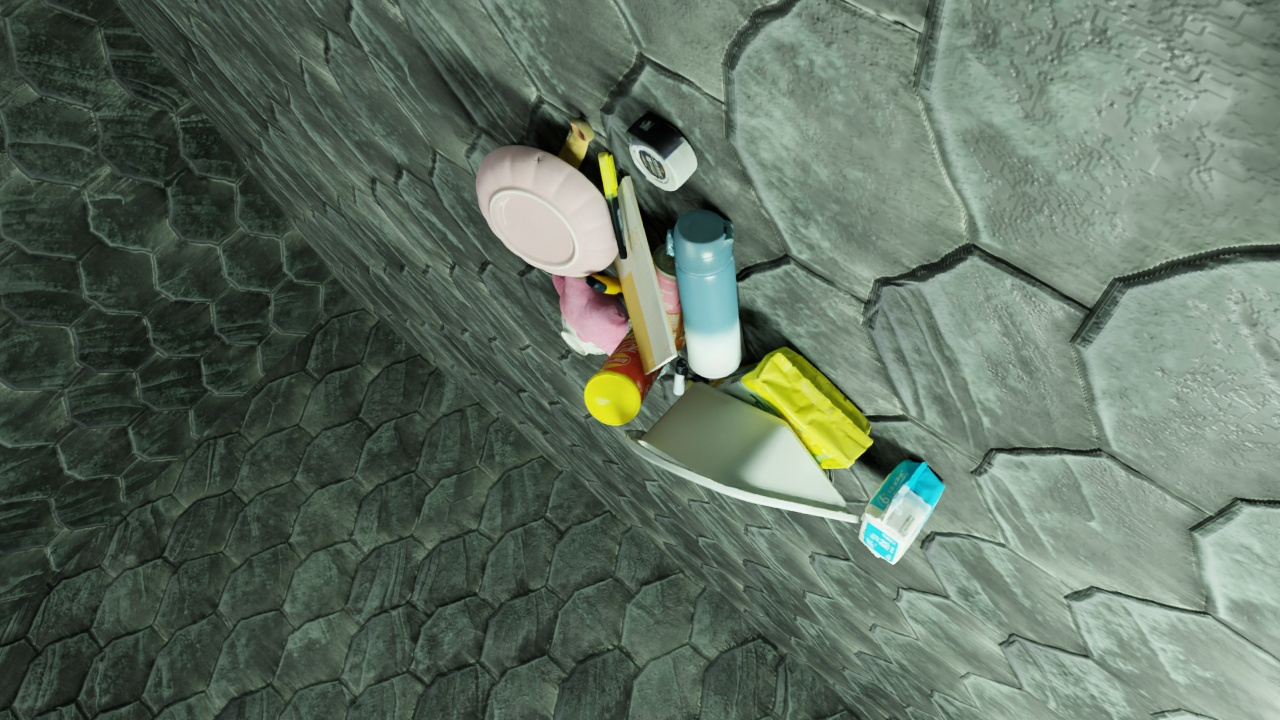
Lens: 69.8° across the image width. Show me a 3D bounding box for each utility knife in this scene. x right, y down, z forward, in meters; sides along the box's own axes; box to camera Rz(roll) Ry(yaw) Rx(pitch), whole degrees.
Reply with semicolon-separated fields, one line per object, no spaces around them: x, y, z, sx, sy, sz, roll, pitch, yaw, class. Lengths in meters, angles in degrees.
-0.028;-0.094;1.167;0.033;0.015;0.173;35;-166;16;utility knife

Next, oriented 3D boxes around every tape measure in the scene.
0.021;-0.196;0.881;0.066;0.033;0.066;39;166;22;tape measure

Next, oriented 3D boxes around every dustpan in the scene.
0.108;0.138;1.123;0.223;0.142;0.258;26;158;48;dustpan

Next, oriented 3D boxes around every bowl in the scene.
-0.089;-0.048;1.506;0.113;0.062;0.113;37;164;12;bowl

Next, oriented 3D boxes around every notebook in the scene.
-0.003;-0.092;1.062;0.146;0.010;0.206;144;111;-75;notebook

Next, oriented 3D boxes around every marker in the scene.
0.062;0.029;1.422;0.022;0.018;0.131;57;169;19;marker
-0.028;-0.171;1.022;0.015;0.018;0.124;0;118;21;marker

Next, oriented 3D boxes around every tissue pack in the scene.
0.306;0.179;1.092;0.063;0.090;0.140;35;164;22;tissue pack

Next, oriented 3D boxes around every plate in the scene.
-0.117;-0.165;1.082;0.192;0.038;0.193;23;148;15;plate

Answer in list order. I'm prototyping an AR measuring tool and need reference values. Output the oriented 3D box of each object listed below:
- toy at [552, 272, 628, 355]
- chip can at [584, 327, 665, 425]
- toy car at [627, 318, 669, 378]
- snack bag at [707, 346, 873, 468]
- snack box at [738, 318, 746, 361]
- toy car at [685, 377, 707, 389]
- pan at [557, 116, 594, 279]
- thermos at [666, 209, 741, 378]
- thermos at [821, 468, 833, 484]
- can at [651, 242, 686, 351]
-0.069;-0.080;1.340;0.195;0.074;0.179;28;144;55;toy
-0.007;0.007;1.195;0.073;0.073;0.216;43;-153;-4;chip can
-0.004;-0.023;1.416;0.120;0.036;0.054;49;164;-11;toy car
0.177;0.063;1.134;0.158;0.068;0.247;43;165;-5;snack bag
0.063;-0.059;1.164;0.157;0.026;0.085;34;162;26;snack box
0.122;0.087;1.396;0.158;0.042;0.070;48;164;-11;toy car
-0.104;-0.209;1.134;0.197;0.078;0.358;45;171;-1;pan
0.072;-0.069;0.997;0.070;0.070;0.221;33;155;30;thermos
0.201;0.159;1.317;0.143;0.092;0.093;14;149;46;thermos
0.035;-0.071;1.081;0.058;0.057;0.148;37;149;19;can
